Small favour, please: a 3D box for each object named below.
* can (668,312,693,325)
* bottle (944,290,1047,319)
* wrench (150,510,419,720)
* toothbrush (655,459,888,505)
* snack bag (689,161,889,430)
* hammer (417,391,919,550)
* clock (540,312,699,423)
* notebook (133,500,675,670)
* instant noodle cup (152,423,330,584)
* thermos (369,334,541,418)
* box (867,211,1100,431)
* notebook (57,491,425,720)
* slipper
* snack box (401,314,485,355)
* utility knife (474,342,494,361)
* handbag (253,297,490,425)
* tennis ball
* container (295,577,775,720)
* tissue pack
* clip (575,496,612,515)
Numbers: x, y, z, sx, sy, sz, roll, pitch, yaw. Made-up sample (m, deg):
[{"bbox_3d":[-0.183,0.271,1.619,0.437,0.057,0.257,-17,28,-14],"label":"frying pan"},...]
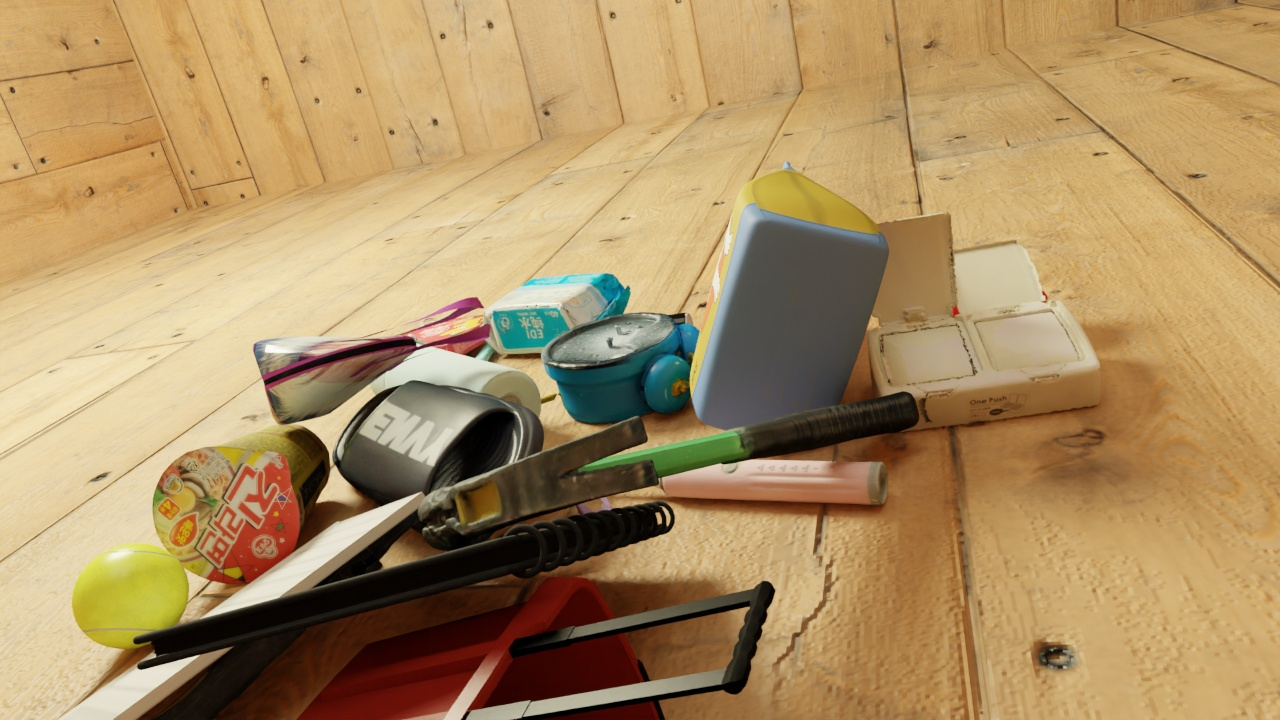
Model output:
[{"bbox_3d":[0.009,-0.025,0.871,0.081,0.031,0.031,-7,22,16],"label":"can"},{"bbox_3d":[0.267,-0.050,0.764,0.041,0.042,0.142,-25,24,-28],"label":"bottle"},{"bbox_3d":[-0.216,0.165,0.495,0.074,0.022,0.272,-28,13,47],"label":"wrench"},{"bbox_3d":[0.046,0.077,0.596,0.223,0.026,0.027,-2,33,27],"label":"toothbrush"},{"bbox_3d":[0.100,-0.054,0.686,0.102,0.159,0.205,12,24,-3],"label":"snack bag"},{"bbox_3d":[0.049,0.048,0.503,0.318,0.032,0.131,-7,-15,-40],"label":"hammer"},{"bbox_3d":[-0.005,0.004,0.769,0.162,0.060,0.116,-3,22,22],"label":"clock"},{"bbox_3d":[-0.086,0.101,0.445,0.169,0.019,0.231,-17,-10,13],"label":"notebook"},{"bbox_3d":[-0.281,0.095,0.673,0.100,0.100,0.112,-13,12,2],"label":"instant noodle cup"},{"bbox_3d":[-0.171,0.025,0.807,0.207,0.065,0.077,12,73,48],"label":"thermos"},{"bbox_3d":[0.229,-0.042,0.652,0.145,0.101,0.186,-10,48,10],"label":"box"},{"bbox_3d":[-0.231,0.147,0.520,0.209,0.009,0.143,-38,9,-39],"label":"notebook"},{"bbox_3d":[-0.167,0.052,0.664,0.269,0.083,0.110,7,57,51],"label":"slipper"},{"bbox_3d":[-0.219,-0.022,1.001,0.133,0.021,0.089,-4,23,39],"label":"snack box"},{"bbox_3d":[-0.161,-0.012,0.966,0.022,0.015,0.158,-30,16,18],"label":"utility knife"},{"bbox_3d":[-0.198,-0.009,0.712,0.170,0.068,0.144,-18,1,8],"label":"handbag"},{"bbox_3d":[-0.323,0.149,0.583,0.065,0.065,0.065,-12,21,4],"label":"tennis ball"},{"bbox_3d":[-0.032,0.152,0.314,0.201,0.127,0.147,-15,18,26],"label":"container"},{"bbox_3d":[-0.086,-0.046,0.942,0.145,0.062,0.092,-2,25,34],"label":"tissue pack"},{"bbox_3d":[-0.025,0.102,0.598,0.036,0.013,0.052,-21,25,-16],"label":"clip"}]
